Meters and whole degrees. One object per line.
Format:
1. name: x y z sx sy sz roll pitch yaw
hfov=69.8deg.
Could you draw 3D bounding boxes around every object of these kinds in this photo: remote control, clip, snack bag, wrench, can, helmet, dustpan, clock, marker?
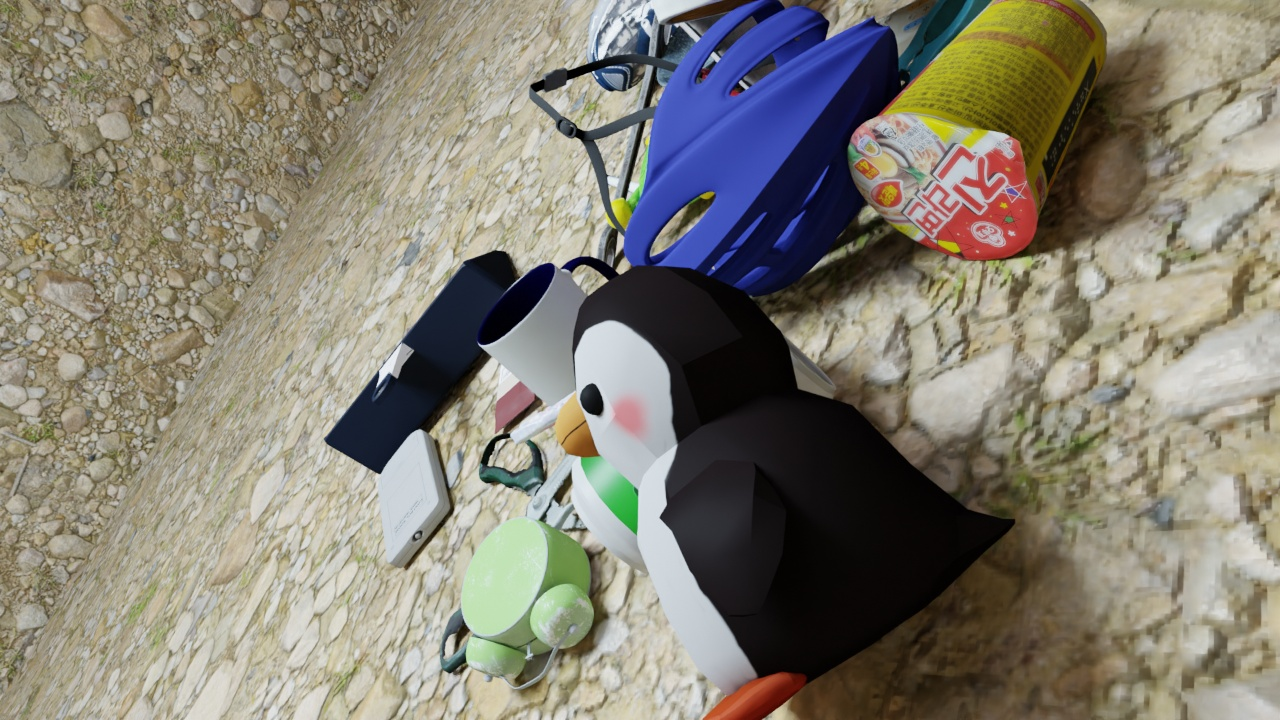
1. remote control: -0.212 0.123 0.854 0.074 0.019 0.151 -51 30 7
2. clip: 0.181 -0.182 0.568 0.116 0.026 0.097 -56 31 14
3. snack bag: -0.109 -0.003 0.839 0.057 0.013 0.157 -39 33 27
4. wrench: -0.004 -0.200 0.822 0.070 0.010 0.272 77 -156 -71
5. can: 0.033 0.043 0.499 0.140 0.087 0.087 -48 29 11
6. remote control: 0.198 -0.233 0.619 0.126 0.018 0.038 -16 47 48
7. helmet: 0.035 -0.147 0.566 0.147 0.227 0.242 -35 -15 -38
8. dustpan: -0.227 -0.004 0.928 0.236 0.080 0.273 -49 25 10
9. clock: -0.073 0.150 0.583 0.095 0.042 0.119 -37 41 22
10. marker: -0.011 -0.165 0.868 0.011 0.011 0.152 -54 28 1

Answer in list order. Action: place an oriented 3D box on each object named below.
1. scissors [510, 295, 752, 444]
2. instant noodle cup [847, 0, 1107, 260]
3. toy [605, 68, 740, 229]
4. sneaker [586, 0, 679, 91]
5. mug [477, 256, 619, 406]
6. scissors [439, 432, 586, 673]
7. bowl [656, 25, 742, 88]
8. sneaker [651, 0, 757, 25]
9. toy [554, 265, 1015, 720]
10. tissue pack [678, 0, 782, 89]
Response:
1. scissors: -0.008 0.006 0.581 0.177 0.013 0.170 -31 2 -4
2. instant noodle cup: 0.177 -0.125 0.467 0.112 0.100 0.100 -54 27 -16
3. toy: 0.028 -0.166 0.735 0.124 0.096 0.132 -120 41 -49
4. sneaker: 0.057 -0.361 0.896 0.270 0.103 0.132 -43 38 16
5. mug: -0.048 -0.023 0.676 0.079 0.097 0.111 -1 51 57
6. scissors: -0.103 0.120 0.699 0.201 0.015 0.206 -53 28 -1
7. bowl: 0.082 -0.276 0.796 0.137 0.057 0.136 -37 33 29
8. sneaker: 0.125 -0.299 0.561 0.293 0.127 0.121 -21 15 -25
9. toy: 0.045 0.035 0.386 0.140 0.159 0.184 -34 72 7
10. tissue pack: 0.068 -0.245 0.654 0.071 0.181 0.103 -49 28 17
